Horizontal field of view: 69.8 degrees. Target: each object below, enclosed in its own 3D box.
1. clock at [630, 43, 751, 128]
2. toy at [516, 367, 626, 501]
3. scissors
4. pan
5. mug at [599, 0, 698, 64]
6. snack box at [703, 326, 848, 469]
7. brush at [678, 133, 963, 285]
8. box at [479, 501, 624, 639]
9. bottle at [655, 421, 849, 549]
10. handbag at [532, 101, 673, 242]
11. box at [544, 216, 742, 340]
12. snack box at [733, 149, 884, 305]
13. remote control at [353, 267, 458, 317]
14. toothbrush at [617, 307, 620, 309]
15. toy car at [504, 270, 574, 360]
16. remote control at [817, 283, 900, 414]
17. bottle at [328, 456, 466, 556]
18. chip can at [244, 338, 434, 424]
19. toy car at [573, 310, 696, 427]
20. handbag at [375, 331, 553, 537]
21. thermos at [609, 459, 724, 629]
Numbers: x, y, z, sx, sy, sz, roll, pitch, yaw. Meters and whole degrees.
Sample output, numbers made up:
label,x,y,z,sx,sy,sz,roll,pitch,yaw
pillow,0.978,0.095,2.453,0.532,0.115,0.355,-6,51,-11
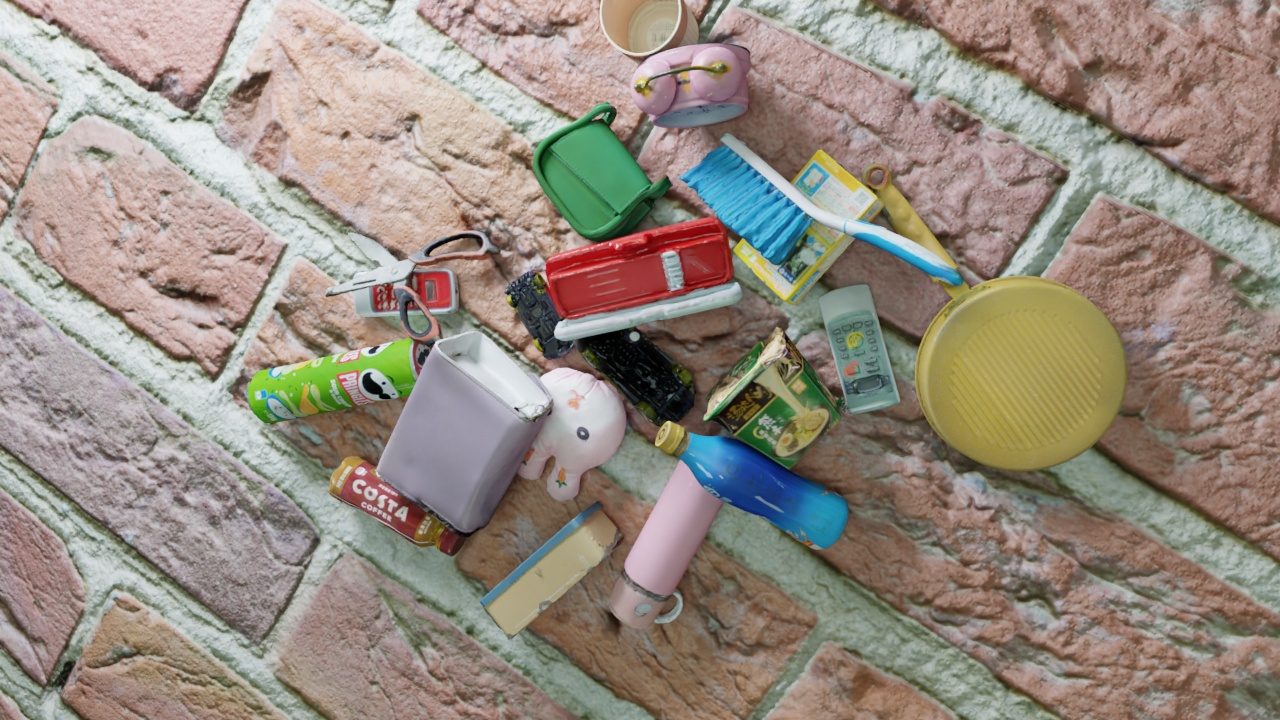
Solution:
label,x,y,z,sx,sy,sz,roll,pitch,yaw
clock,0.052,-0.277,0.922,0.117,0.158,0.060,-6,91,17
toy,-0.085,0.087,1.056,0.121,0.054,0.160,29,110,12
scissors,-0.270,-0.103,1.081,0.189,0.015,0.222,-44,65,-4
pan,0.335,-0.052,0.929,0.198,0.078,0.357,-35,93,13
mug,0.001,-0.356,0.954,0.114,0.105,0.082,36,103,9
snack box,0.143,0.046,0.963,0.105,0.118,0.118,43,105,-3
brush,0.165,-0.133,0.903,0.109,0.060,0.314,-48,57,12
box,-0.096,0.237,1.055,0.184,0.089,0.061,-44,83,13
bottle,0.115,0.125,0.957,0.218,0.065,0.065,30,104,-14
handbag,-0.044,-0.200,1.009,0.120,0.068,0.131,-37,85,8
box,0.002,-0.078,0.967,0.201,0.101,0.095,-13,115,5
snack box,0.173,-0.138,0.956,0.140,0.033,0.087,-49,63,13
remote control,-0.284,-0.082,1.106,0.136,0.020,0.056,-1,97,15
toothbrush,0.001,-0.085,1.033,0.186,0.012,0.017,-33,81,16
toy car,-0.112,-0.051,1.056,0.049,0.031,0.106,-34,84,16
remote control,0.231,-0.013,0.973,0.056,0.019,0.135,-15,92,16
bottle,-0.293,0.180,1.117,0.175,0.057,0.057,27,102,11
chip can,-0.358,0.025,1.111,0.236,0.072,0.072,-11,93,16
toy car,-0.006,0.006,1.024,0.070,0.042,0.158,-44,83,-9
handbag,-0.196,0.085,1.045,0.145,0.098,0.197,41,119,18
thermos,0.039,0.210,1.031,0.087,0.067,0.199,22,102,-17
